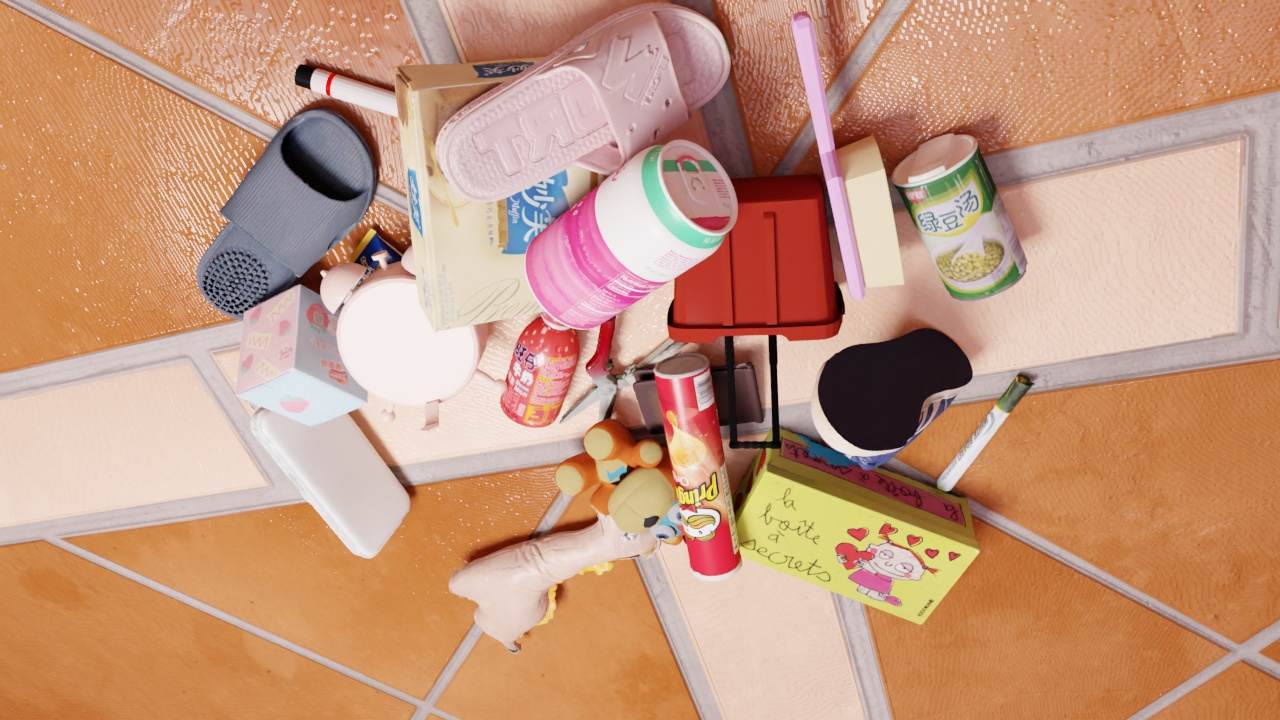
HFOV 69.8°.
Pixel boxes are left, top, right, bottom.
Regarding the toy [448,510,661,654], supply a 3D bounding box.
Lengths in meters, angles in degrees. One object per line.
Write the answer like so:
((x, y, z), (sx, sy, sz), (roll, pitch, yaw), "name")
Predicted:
((-0.084, 0.247, 1.045), (0.265, 0.065, 0.196), (-20, 126, 15), "toy")

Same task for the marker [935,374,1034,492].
((0.324, 0.072, 0.870), (0.017, 0.017, 0.147), (21, 124, -4), "marker")

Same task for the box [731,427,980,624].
((0.205, 0.164, 0.916), (0.221, 0.082, 0.125), (21, 125, -5), "box")

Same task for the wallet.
((0.056, 0.035, 0.883), (0.116, 0.018, 0.091), (-6, 140, 11), "wallet")

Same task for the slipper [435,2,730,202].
((-0.034, -0.185, 0.675), (0.239, 0.064, 0.094), (-28, 129, -8), "slipper")

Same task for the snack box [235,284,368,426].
((-0.320, -0.002, 0.876), (0.080, 0.094, 0.093), (-21, 149, 22), "snack box")

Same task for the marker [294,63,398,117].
((-0.219, -0.220, 0.776), (0.145, 0.019, 0.019), (17, 125, -1), "marker")

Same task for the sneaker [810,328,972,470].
((0.181, 0.050, 0.778), (0.091, 0.232, 0.119), (51, 132, 13), "sneaker")

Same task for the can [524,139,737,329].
((-0.011, -0.091, 0.690), (0.088, 0.088, 0.166), (43, 137, -18), "can")

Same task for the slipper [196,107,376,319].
((-0.334, -0.112, 0.834), (0.101, 0.082, 0.264), (39, 122, -18), "slipper")

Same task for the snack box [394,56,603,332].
((-0.109, -0.135, 0.747), (0.153, 0.055, 0.208), (-12, 127, -22), "snack box")

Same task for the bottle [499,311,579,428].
((-0.090, -0.003, 0.872), (0.062, 0.061, 0.138), (20, 124, -3), "bottle")

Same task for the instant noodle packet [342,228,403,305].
((-0.226, -0.055, 0.884), (0.134, 0.026, 0.087), (38, 117, -14), "instant noodle packet")

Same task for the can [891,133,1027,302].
((0.254, -0.113, 0.730), (0.067, 0.067, 0.121), (-23, 117, 23), "can")

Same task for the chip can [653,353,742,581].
((0.055, 0.101, 0.853), (0.052, 0.051, 0.215), (-5, 112, 14), "chip can")

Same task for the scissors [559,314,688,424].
((-0.011, 0.000, 0.872), (0.179, 0.015, 0.197), (-17, 139, 4), "scissors")

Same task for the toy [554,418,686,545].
((0.007, 0.126, 0.928), (0.176, 0.096, 0.112), (24, 126, -19), "toy")

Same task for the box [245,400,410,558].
((-0.340, 0.117, 0.973), (0.130, 0.105, 0.211), (-20, 117, 26), "box")

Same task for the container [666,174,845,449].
((0.096, -0.044, 0.769), (0.148, 0.126, 0.201), (-1, 113, 12), "container")

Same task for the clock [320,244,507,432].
((-0.211, -0.022, 0.839), (0.131, 0.086, 0.160), (-14, 107, 9), "clock")

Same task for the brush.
((0.161, -0.156, 0.706), (0.043, 0.089, 0.229), (-12, 120, 13), "brush")
